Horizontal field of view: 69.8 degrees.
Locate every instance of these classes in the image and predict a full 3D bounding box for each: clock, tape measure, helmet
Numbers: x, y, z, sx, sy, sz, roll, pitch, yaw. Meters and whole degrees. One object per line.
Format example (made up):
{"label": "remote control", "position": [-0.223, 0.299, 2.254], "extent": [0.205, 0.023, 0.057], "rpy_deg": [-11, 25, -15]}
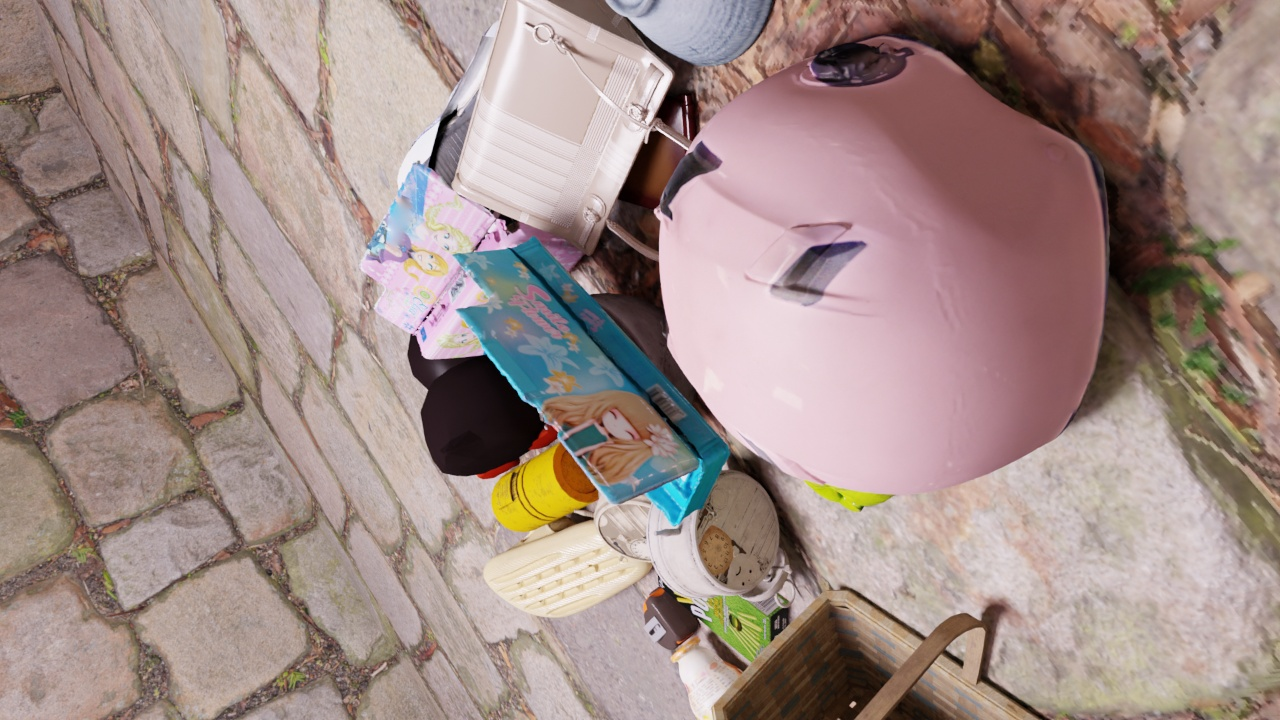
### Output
{"label": "clock", "position": [0.077, 0.147, 0.724], "extent": [0.157, 0.103, 0.061], "rpy_deg": [44, 149, -22]}
{"label": "tape measure", "position": [0.025, 0.269, 0.949], "extent": [0.058, 0.038, 0.059], "rpy_deg": [51, 149, 17]}
{"label": "helmet", "position": [0.096, -0.035, 0.485], "extent": [0.255, 0.152, 0.230], "rpy_deg": [45, 151, 36]}
{"label": "clock", "position": [0.018, 0.133, 0.802], "extent": [0.141, 0.054, 0.093], "rpy_deg": [-22, 119, 32]}

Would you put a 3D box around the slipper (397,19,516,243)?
{"label": "slipper", "position": [-0.123, -0.181, 0.772], "extent": [0.111, 0.062, 0.265], "rpy_deg": [53, 138, 5]}

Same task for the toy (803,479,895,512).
{"label": "toy", "position": [0.134, 0.072, 0.613], "extent": [0.094, 0.036, 0.094], "rpy_deg": [8, 144, 49]}

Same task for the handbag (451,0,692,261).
{"label": "handbag", "position": [-0.021, -0.140, 0.632], "extent": [0.198, 0.062, 0.176], "rpy_deg": [38, 136, 7]}

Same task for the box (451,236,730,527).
{"label": "box", "position": [-0.038, 0.005, 0.643], "extent": [0.227, 0.085, 0.170], "rpy_deg": [47, -179, 22]}

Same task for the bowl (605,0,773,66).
{"label": "bowl", "position": [0.010, -0.231, 0.526], "extent": [0.137, 0.057, 0.137], "rpy_deg": [37, 143, 35]}

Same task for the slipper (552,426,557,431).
{"label": "slipper", "position": [-0.050, 0.041, 0.850], "extent": [0.104, 0.059, 0.249], "rpy_deg": [-17, 100, 60]}

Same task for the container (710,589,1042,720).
{"label": "container", "position": [0.177, 0.259, 0.602], "extent": [0.250, 0.157, 0.186], "rpy_deg": [30, 149, 42]}

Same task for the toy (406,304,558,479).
{"label": "toy", "position": [-0.186, 0.022, 0.962], "extent": [0.159, 0.140, 0.184], "rpy_deg": [-33, 72, 24]}

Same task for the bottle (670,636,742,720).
{"label": "bottle", "position": [0.075, 0.323, 0.893], "extent": [0.109, 0.063, 0.063], "rpy_deg": [49, 148, 16]}

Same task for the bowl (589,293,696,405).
{"label": "bowl", "position": [-0.004, 0.005, 0.739], "extent": [0.145, 0.067, 0.145], "rpy_deg": [37, 143, 35]}

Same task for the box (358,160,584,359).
{"label": "box", "position": [-0.157, -0.069, 0.795], "extent": [0.231, 0.160, 0.062], "rpy_deg": [-38, 43, 51]}

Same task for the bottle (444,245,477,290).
{"label": "bottle", "position": [-0.199, -0.107, 0.961], "extent": [0.161, 0.046, 0.072], "rpy_deg": [32, 140, 39]}

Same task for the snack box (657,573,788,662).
{"label": "snack box", "position": [0.072, 0.214, 0.843], "extent": [0.148, 0.025, 0.080], "rpy_deg": [31, 139, 41]}

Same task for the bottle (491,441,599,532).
{"label": "bottle", "position": [-0.107, 0.137, 0.966], "extent": [0.164, 0.070, 0.071], "rpy_deg": [-32, 87, 46]}

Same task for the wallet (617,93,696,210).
{"label": "wallet", "position": [-0.001, -0.153, 0.655], "extent": [0.116, 0.018, 0.092], "rpy_deg": [27, 136, 39]}

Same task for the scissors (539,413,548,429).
{"label": "scissors", "position": [-0.111, -0.014, 0.884], "extent": [0.161, 0.014, 0.118], "rpy_deg": [-114, 12, -59]}

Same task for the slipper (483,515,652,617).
{"label": "slipper", "position": [-0.072, 0.217, 1.020], "extent": [0.111, 0.079, 0.262], "rpy_deg": [44, 137, -14]}
